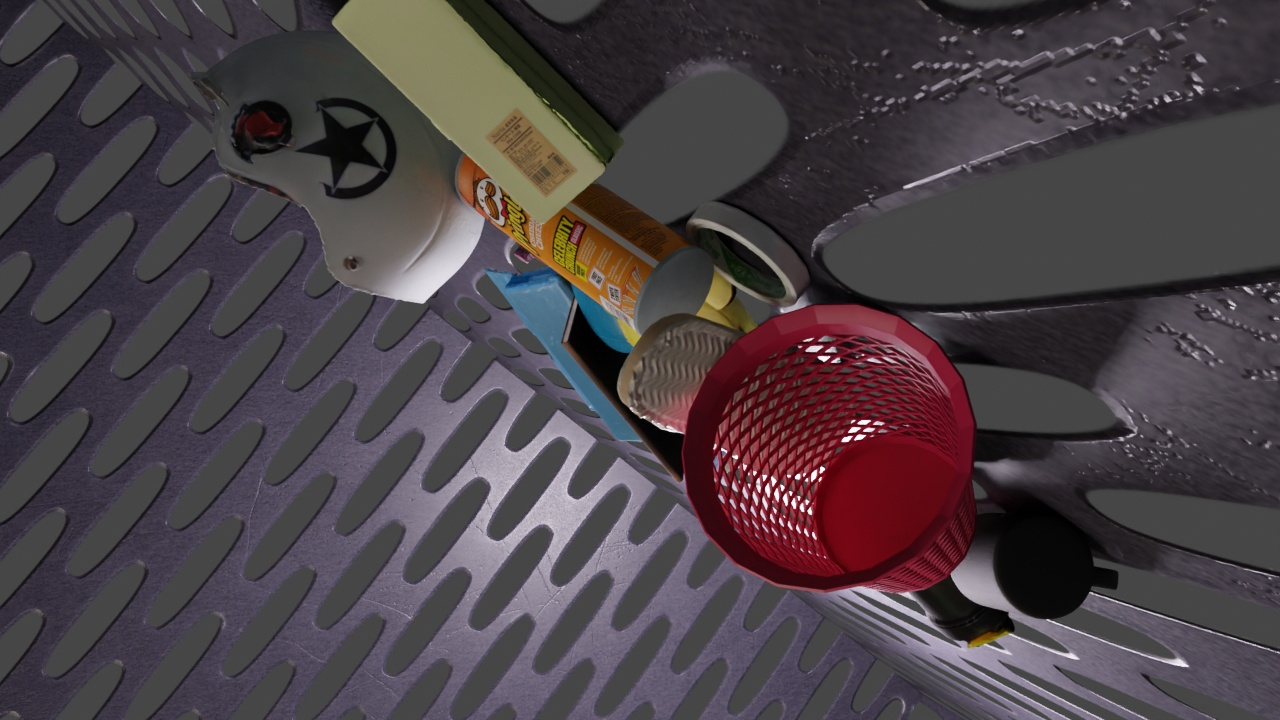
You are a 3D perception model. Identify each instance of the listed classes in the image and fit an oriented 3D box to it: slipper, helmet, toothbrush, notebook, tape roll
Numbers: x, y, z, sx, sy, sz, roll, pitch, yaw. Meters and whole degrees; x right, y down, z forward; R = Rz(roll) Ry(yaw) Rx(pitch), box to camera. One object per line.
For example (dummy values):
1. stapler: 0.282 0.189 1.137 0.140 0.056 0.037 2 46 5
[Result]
1. slipper: 0.078 0.026 0.698 0.272 0.114 0.054 25 -162 -49
2. helmet: -0.240 -0.183 0.791 0.264 0.163 0.236 48 179 0
3. toothbrush: -0.082 -0.095 1.065 0.190 0.016 0.016 30 168 34
4. notebook: -0.005 0.005 0.917 0.008 0.141 0.209 -19 128 26
5. tape roll: 0.073 -0.072 0.629 0.094 0.018 0.094 37 171 6

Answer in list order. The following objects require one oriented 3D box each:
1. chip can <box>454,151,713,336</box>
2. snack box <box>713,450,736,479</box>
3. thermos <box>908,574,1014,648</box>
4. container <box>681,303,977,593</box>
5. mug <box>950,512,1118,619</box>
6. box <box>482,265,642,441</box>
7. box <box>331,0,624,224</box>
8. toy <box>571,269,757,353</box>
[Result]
1. chip can: -0.048 -0.100 0.691 0.215 0.075 0.075 38 172 31
2. snack box: 0.043 0.060 1.189 0.155 0.069 0.203 31 167 29
3. thermos: 0.278 0.188 0.900 0.221 0.098 0.098 44 169 -11
4. container: 0.159 0.088 0.659 0.183 0.183 0.225 31 176 34
5. mug: 0.317 0.164 0.731 0.113 0.078 0.088 10 171 -3
6. box: -0.071 -0.004 0.992 0.177 0.047 0.231 5 138 52
7. box: -0.097 -0.187 0.602 0.188 0.090 0.078 43 148 -21
8. toy: 0.021 -0.037 0.788 0.149 0.084 0.214 40 172 -38
